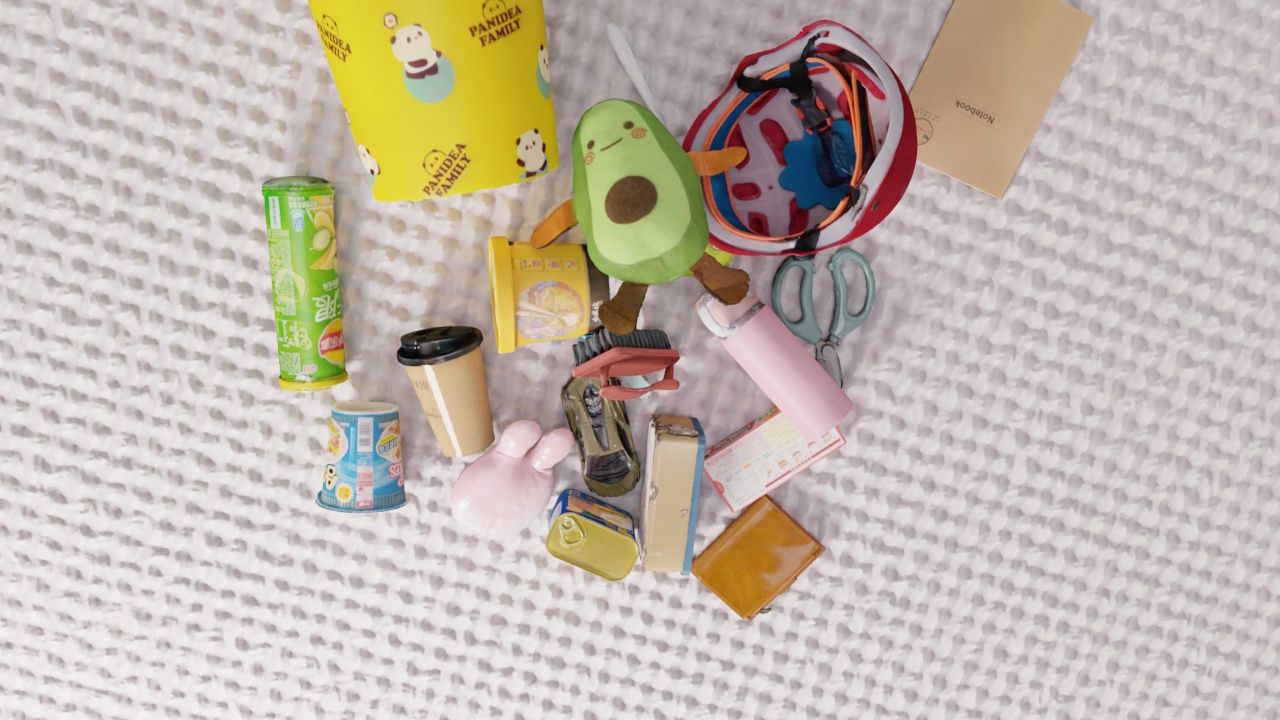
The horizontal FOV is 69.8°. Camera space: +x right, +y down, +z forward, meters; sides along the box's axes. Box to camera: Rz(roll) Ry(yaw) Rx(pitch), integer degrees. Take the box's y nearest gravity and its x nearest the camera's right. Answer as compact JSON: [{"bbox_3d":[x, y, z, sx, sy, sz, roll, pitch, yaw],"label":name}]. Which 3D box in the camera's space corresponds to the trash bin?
[{"bbox_3d":[-0.187,-0.293,0.853,0.229,0.229,0.255,-10,110,-1],"label":"trash bin"}]

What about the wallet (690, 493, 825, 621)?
[{"bbox_3d":[0.143,0.240,1.087,0.119,0.035,0.131,42,100,-11],"label":"wallet"}]

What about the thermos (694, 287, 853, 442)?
[{"bbox_3d":[0.139,-0.002,0.989,0.198,0.087,0.067,49,124,-2],"label":"thermos"}]

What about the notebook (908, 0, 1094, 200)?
[{"bbox_3d":[0.372,-0.296,0.979,0.148,0.008,0.208,23,102,-8],"label":"notebook"}]

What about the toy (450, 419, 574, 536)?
[{"bbox_3d":[-0.140,0.131,1.020,0.121,0.054,0.160,20,114,-41],"label":"toy"}]

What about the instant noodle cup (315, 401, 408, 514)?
[{"bbox_3d":[-0.303,0.103,1.006,0.099,0.099,0.110,3,97,-4],"label":"instant noodle cup"}]

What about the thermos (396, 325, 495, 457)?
[{"bbox_3d":[-0.205,0.029,0.995,0.093,0.093,0.143,-11,111,0],"label":"thermos"}]

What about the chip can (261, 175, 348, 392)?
[{"bbox_3d":[-0.352,-0.081,0.965,0.072,0.072,0.221,0,104,-3],"label":"chip can"}]

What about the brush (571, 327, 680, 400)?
[{"bbox_3d":[-0.006,0.006,0.973,0.063,0.145,0.069,-26,76,31],"label":"brush"}]

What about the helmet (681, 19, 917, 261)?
[{"bbox_3d":[0.168,-0.201,0.919,0.241,0.143,0.207,-22,78,37],"label":"helmet"}]

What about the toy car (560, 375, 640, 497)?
[{"bbox_3d":[-0.042,0.085,1.038,0.070,0.042,0.158,-15,107,1],"label":"toy car"}]

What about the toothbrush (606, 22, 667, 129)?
[{"bbox_3d":[0.010,-0.271,0.967,0.016,0.016,0.180,-29,101,2],"label":"toothbrush"}]

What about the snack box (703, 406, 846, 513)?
[{"bbox_3d":[0.151,0.103,1.058,0.156,0.027,0.077,-33,103,5],"label":"snack box"}]

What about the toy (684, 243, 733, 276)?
[{"bbox_3d":[0.052,-0.123,0.994,0.100,0.031,0.097,27,115,-9],"label":"toy"}]

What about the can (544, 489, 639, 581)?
[{"bbox_3d":[-0.054,0.196,1.042,0.102,0.083,0.057,25,101,-8],"label":"can"}]

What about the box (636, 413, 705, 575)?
[{"bbox_3d":[0.032,0.156,1.035,0.061,0.089,0.184,2,106,-5],"label":"box"}]

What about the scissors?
[{"bbox_3d":[0.194,-0.039,1.031,0.143,0.019,0.180,4,105,-4],"label":"scissors"}]

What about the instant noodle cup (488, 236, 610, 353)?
[{"bbox_3d":[-0.095,-0.071,0.943,0.114,0.118,0.118,-5,104,-12],"label":"instant noodle cup"}]

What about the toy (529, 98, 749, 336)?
[{"bbox_3d":[-0.001,-0.150,0.890,0.227,0.090,0.246,-20,74,1],"label":"toy"}]

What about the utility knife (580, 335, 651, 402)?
[{"bbox_3d":[-0.059,-0.037,1.017,0.034,0.018,0.218,-40,101,4],"label":"utility knife"}]
